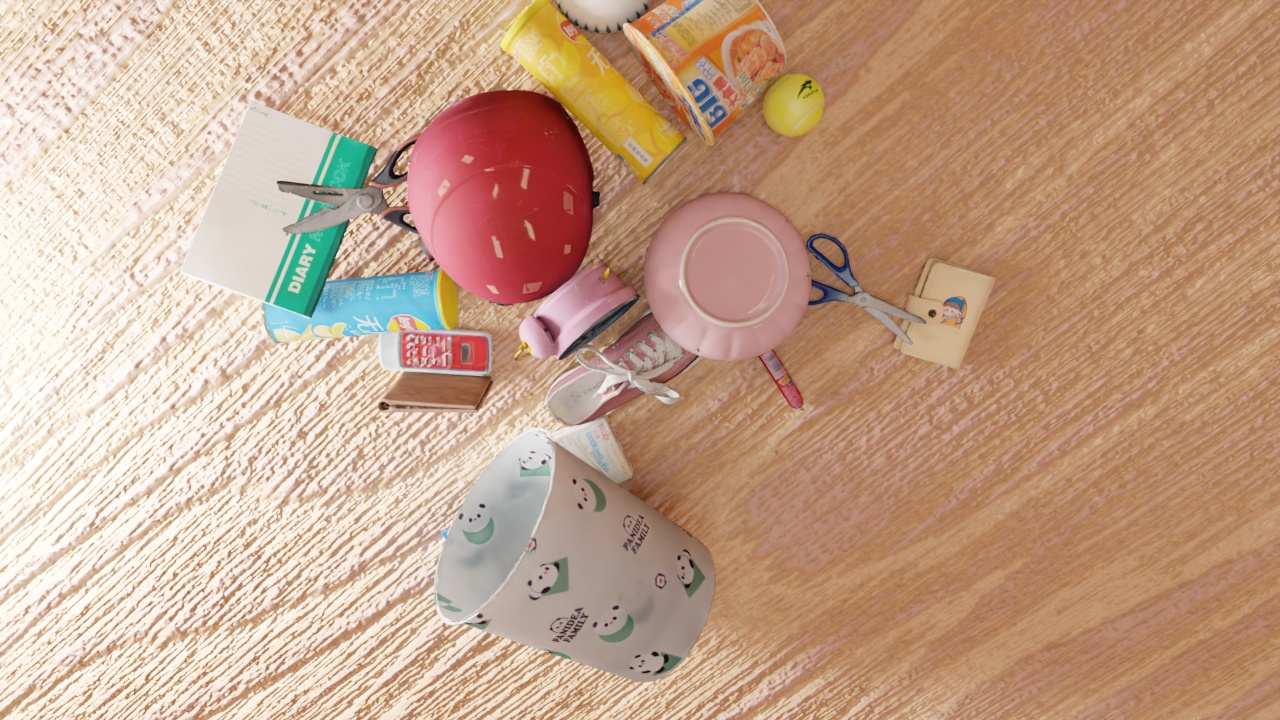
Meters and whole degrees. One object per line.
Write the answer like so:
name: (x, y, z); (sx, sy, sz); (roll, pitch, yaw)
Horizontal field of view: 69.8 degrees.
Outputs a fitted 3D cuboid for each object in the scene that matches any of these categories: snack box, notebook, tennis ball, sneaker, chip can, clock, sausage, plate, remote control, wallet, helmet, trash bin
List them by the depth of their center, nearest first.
helmet: (-0.143, -0.157, 0.976); (0.207, 0.143, 0.240); (-16, 113, -1)
tennis ball: (0.164, -0.273, 0.983); (0.065, 0.065, 0.065); (1, 106, 2)
chip can: (-0.048, -0.287, 0.983); (0.213, 0.072, 0.072); (43, 103, -9)
plate: (0.101, -0.095, 1.018); (0.192, 0.039, 0.192); (0, 87, -6)
notebook: (-0.402, -0.168, 1.026); (0.150, 0.012, 0.209); (20, 84, -4)
clock: (-0.078, -0.046, 1.034); (0.159, 0.117, 0.060); (-40, 88, 10)
trash bin: (-0.066, 0.235, 1.045); (0.251, 0.229, 0.230); (32, 105, -24)
sneaker: (-0.006, 0.006, 1.058); (0.241, 0.087, 0.118); (-32, 103, 8)
chip can: (-0.322, -0.062, 1.061); (0.210, 0.071, 0.071); (-5, 106, 4)
wallet: (0.349, -0.055, 1.062); (0.087, 0.024, 0.115); (17, 108, 0)
wallet: (-0.236, 0.037, 1.071); (0.115, 0.101, 0.020); (1, 109, 1)
sausage: (0.152, -0.002, 1.086); (0.020, 0.020, 0.156); (-32, 103, 10)
remote control: (-0.245, -0.012, 1.098); (0.136, 0.020, 0.056); (4, 107, 1)
snack box: (-0.096, 0.131, 1.131); (0.157, 0.026, 0.085); (-23, 104, 8)

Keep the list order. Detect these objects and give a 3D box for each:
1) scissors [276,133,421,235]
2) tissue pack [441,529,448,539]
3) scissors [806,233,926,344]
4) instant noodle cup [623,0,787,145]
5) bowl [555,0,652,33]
scissors: (-0.285, -0.184, 1.027); (0.189, 0.015, 0.224); (42, 89, -18)
tissue pack: (-0.174, 0.260, 1.158); (0.095, 0.052, 0.157); (-28, 103, 8)
scissors: (0.250, -0.084, 1.054); (0.170, 0.012, 0.144); (0, 103, 8)
instant noodle cup: (0.071, -0.315, 0.939); (0.111, 0.151, 0.151); (-37, 102, 3)
bowl: (-0.041, -0.403, 0.953); (0.116, 0.066, 0.116); (1, 106, 2)
